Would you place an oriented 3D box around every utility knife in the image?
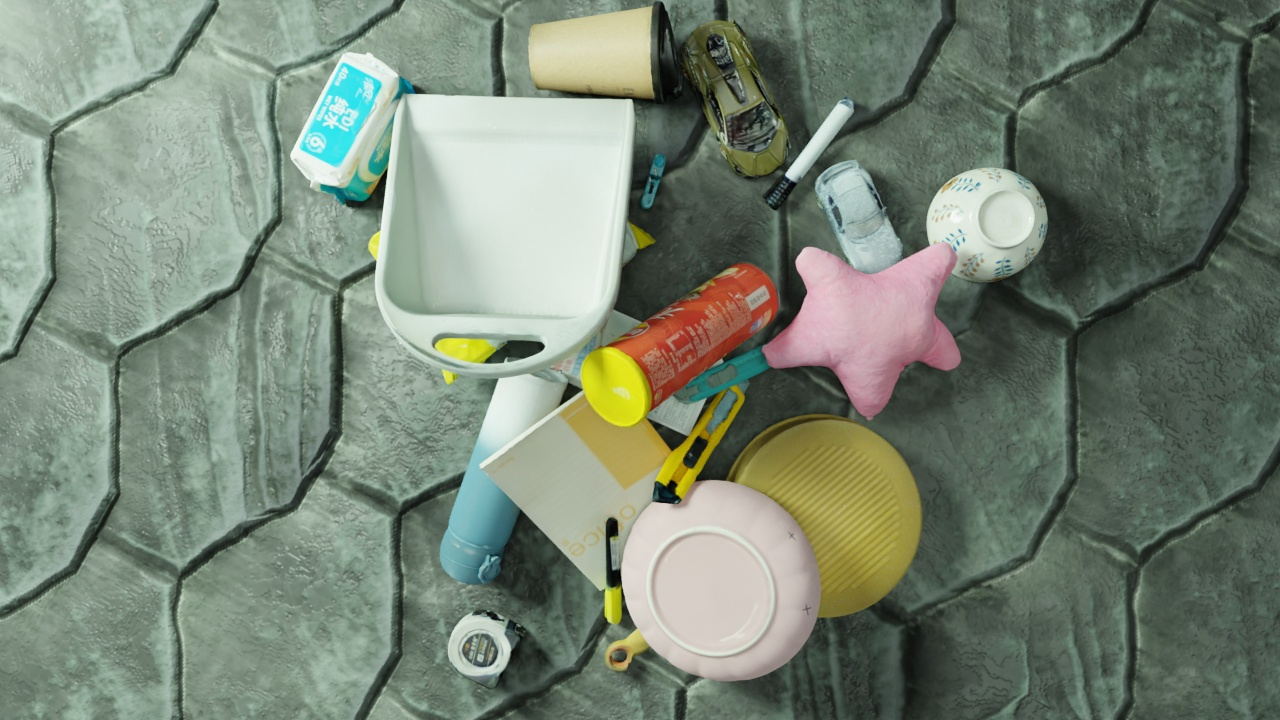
[{"bbox_3d":[0.061,0.070,0.878,0.033,0.015,0.173,35,61,2],"label":"utility knife"},{"bbox_3d":[0.101,0.005,0.898,0.160,0.013,0.029,-24,108,-15],"label":"utility knife"}]

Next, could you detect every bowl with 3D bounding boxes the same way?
[{"bbox_3d":[0.341,-0.134,0.887,0.113,0.062,0.113,0,90,2],"label":"bowl"}]

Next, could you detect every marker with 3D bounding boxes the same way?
[{"bbox_3d":[-0.028,0.206,0.899,0.015,0.018,0.124,16,120,31],"label":"marker"},{"bbox_3d":[0.167,-0.205,0.908,0.022,0.018,0.131,36,92,-19],"label":"marker"}]

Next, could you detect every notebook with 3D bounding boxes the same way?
[{"bbox_3d":[-0.034,0.120,0.867,0.146,0.010,0.206,-35,124,1],"label":"notebook"}]

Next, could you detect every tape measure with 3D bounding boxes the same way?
[{"bbox_3d":[-0.157,0.284,0.915,0.066,0.033,0.066,30,89,-2],"label":"tape measure"}]

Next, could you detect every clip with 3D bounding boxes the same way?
[{"bbox_3d":[0.013,-0.177,0.909,0.014,0.046,0.057,17,95,-2],"label":"clip"}]

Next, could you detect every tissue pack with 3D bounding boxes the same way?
[{"bbox_3d":[-0.269,-0.219,0.877,0.063,0.090,0.140,28,91,1],"label":"tissue pack"}]

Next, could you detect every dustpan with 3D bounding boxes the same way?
[{"bbox_3d":[-0.116,-0.115,0.786,0.223,0.142,0.257,1,91,0],"label":"dustpan"}]

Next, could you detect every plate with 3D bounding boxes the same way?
[{"bbox_3d":[0.068,0.209,0.851,0.193,0.039,0.192,1,95,19],"label":"plate"}]

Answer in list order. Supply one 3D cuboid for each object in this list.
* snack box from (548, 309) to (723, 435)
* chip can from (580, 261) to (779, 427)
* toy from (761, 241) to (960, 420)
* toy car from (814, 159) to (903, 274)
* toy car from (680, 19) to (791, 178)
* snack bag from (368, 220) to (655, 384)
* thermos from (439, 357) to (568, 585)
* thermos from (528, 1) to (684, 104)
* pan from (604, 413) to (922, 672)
[{"bbox_3d":[-0.005,0.005,0.910,0.157,0.027,0.084,24,92,0],"label":"snack box"},{"bbox_3d":[0.042,-0.021,0.825,0.215,0.073,0.073,-35,91,-41],"label":"chip can"},{"bbox_3d":[0.212,-0.024,0.883,0.194,0.074,0.179,-5,106,-4],"label":"toy"},{"bbox_3d":[0.216,-0.137,0.901,0.054,0.037,0.120,-26,94,1],"label":"toy car"},{"bbox_3d":[0.095,-0.255,0.898,0.070,0.042,0.158,-26,93,1],"label":"toy car"},{"bbox_3d":[-0.128,-0.109,0.889,0.246,0.068,0.158,-34,90,1],"label":"snack bag"},{"bbox_3d":[-0.134,0.108,0.884,0.070,0.070,0.220,20,99,0],"label":"thermos"},{"bbox_3d":[-0.030,-0.291,0.877,0.143,0.093,0.093,0,91,8],"label":"thermos"},{"bbox_3d":[0.112,0.199,0.904,0.357,0.078,0.197,-37,93,-5],"label":"pan"}]
